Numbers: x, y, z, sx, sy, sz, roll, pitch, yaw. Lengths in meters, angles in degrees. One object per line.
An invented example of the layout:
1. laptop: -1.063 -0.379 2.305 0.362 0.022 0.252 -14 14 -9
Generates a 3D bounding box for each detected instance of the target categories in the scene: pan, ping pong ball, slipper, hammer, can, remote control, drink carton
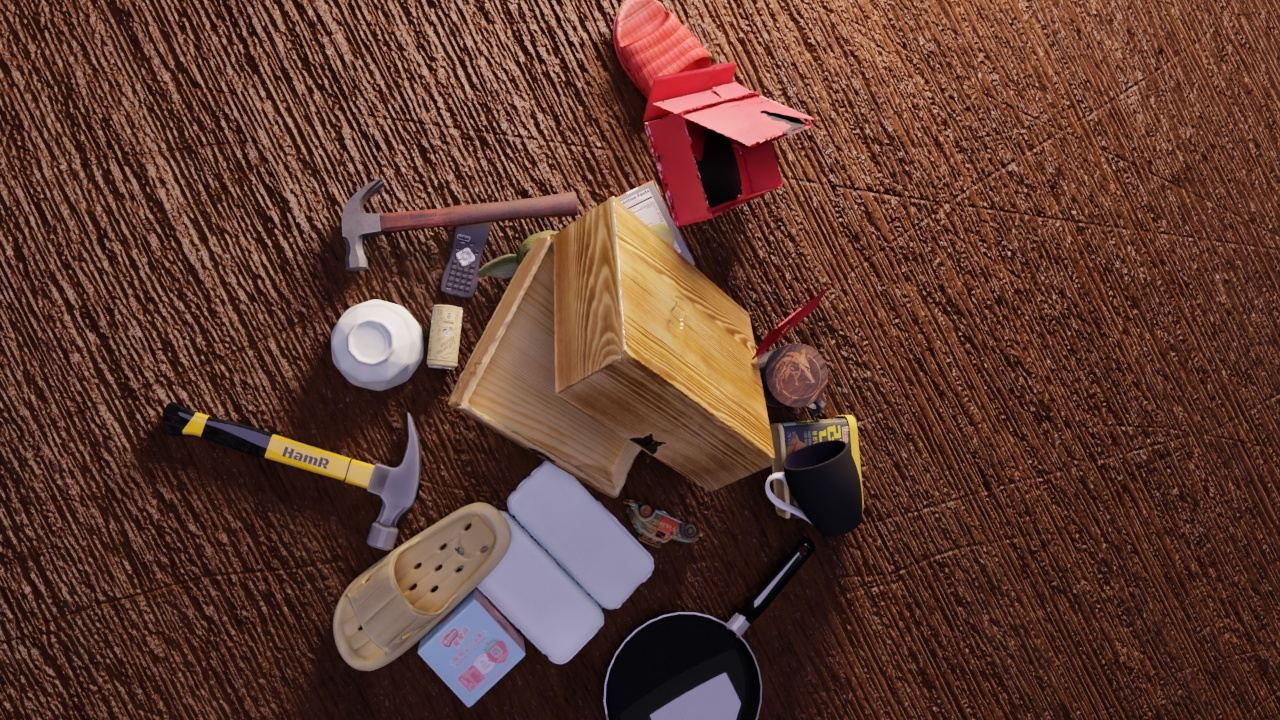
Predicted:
1. pan: 0.103 0.368 1.191 0.204 0.044 0.355 42 82 -3
2. ping pong ball: 0.024 -0.153 1.163 0.040 0.040 0.040 1 86 -8
3. slipper: 0.050 -0.380 1.223 0.103 0.059 0.249 -33 93 -9
4. hammer: -0.431 0.111 1.144 0.324 0.034 0.169 18 83 -5
5. can: 0.229 0.141 1.209 0.101 0.072 0.130 -4 87 -5
6. can: -0.250 -0.029 1.170 0.038 0.038 0.079 6 86 -7
7. remote control: -0.226 -0.143 1.195 0.046 0.009 0.124 13 85 -7
8. hammer: -0.230 -0.187 1.179 0.300 0.028 0.111 -7 84 -5
9. slipper: -0.275 0.268 1.114 0.261 0.079 0.111 -39 73 -3
10. drink carton: 0.013 -0.165 1.209 0.076 0.048 0.125 -28 90 -9

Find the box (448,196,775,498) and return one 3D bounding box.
1. box: -0.036 0.002 1.087 0.279 0.265 0.269 34 40 -39

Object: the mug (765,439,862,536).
1. mug: 0.217 0.165 1.139 0.119 0.084 0.100 -17 101 26

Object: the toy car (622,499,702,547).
1. toy car: 0.023 0.218 1.188 0.112 0.047 0.047 25 81 -6

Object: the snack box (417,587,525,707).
1. snack box: -0.207 0.351 1.132 0.093 0.079 0.095 -42 95 -8

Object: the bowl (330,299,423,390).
1. bowl: -0.333 -0.021 1.148 0.117 0.061 0.117 0 87 -7

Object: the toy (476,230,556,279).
1. toy: -0.105 -0.092 1.174 0.179 0.078 0.152 -21 89 -6

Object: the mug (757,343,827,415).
1. mug: 0.201 0.033 1.193 0.116 0.107 0.080 40 82 -4

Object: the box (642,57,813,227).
1. box: 0.107 -0.400 1.070 0.138 0.213 0.468 13 116 30

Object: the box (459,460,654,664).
1. box: -0.109 0.257 1.176 0.190 0.038 0.209 -42 92 -6
